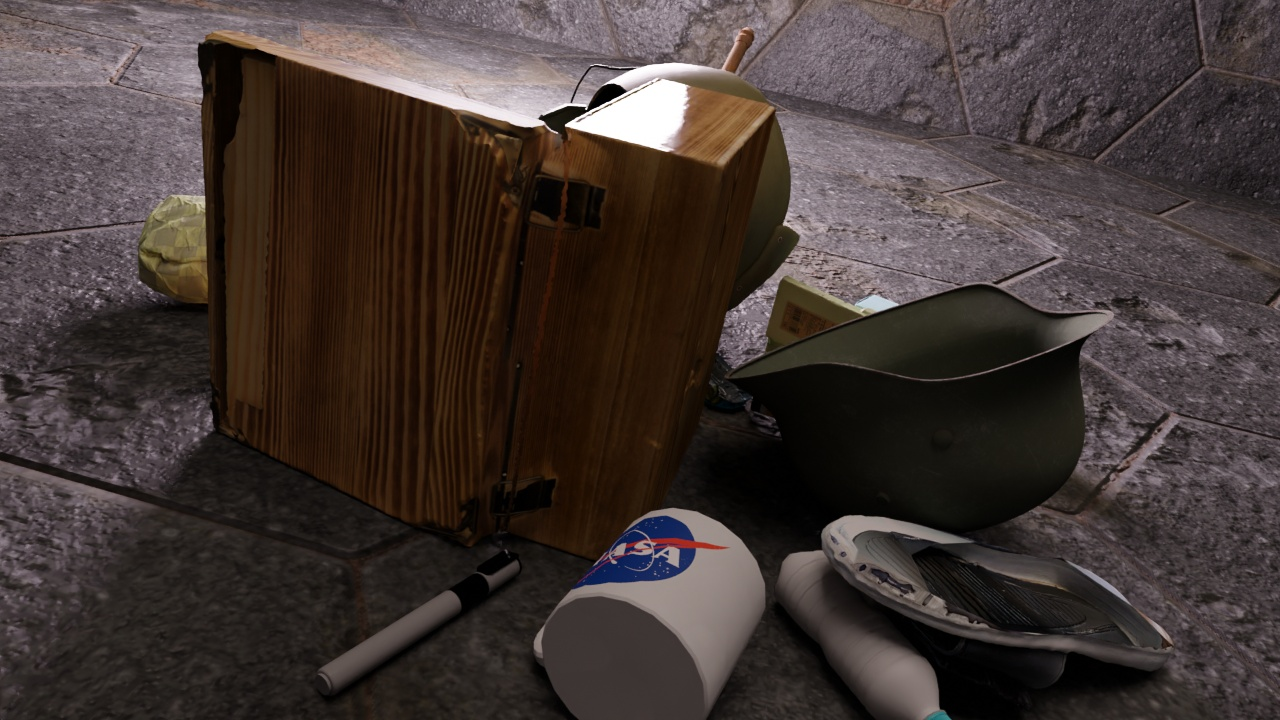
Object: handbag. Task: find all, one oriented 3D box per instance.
[{"bbox_3d":[-0.345,-0.113,0.819,0.186,0.117,0.113,3,41,-19],"label":"handbag"}]

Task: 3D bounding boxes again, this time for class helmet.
[{"bbox_3d":[0.208,0.043,0.654,0.226,0.154,0.269,-22,3,-41],"label":"helmet"},{"bbox_3d":[0.029,-0.145,0.865,0.232,0.256,0.250,-4,30,-24],"label":"helmet"}]

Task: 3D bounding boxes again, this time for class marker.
[{"bbox_3d":[-0.119,0.144,0.513,0.016,0.016,0.140,26,29,27],"label":"marker"}]

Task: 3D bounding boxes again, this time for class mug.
[{"bbox_3d":[-0.003,0.143,0.494,0.121,0.091,0.089,-15,12,31],"label":"mug"}]

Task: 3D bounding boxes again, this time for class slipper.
[{"bbox_3d":[0.221,0.160,0.572,0.263,0.063,0.111,13,22,-27],"label":"slipper"}]

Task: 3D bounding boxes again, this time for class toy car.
[{"bbox_3d":[0.056,0.010,0.841,0.048,0.032,0.105,-15,50,-44],"label":"toy car"}]

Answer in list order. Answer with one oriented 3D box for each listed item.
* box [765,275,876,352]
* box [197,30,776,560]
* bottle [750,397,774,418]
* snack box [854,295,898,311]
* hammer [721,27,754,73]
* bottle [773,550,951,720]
[{"bbox_3d":[0.217,-0.010,0.866,0.188,0.098,0.082,30,31,26],"label":"box"},{"bbox_3d":[-0.112,-0.055,0.627,0.336,0.280,0.285,16,26,7],"label":"box"},{"bbox_3d":[0.167,0.052,0.788,0.144,0.043,0.043,18,26,13],"label":"bottle"},{"bbox_3d":[0.285,0.003,0.902,0.175,0.075,0.053,26,29,28],"label":"snack box"},{"bbox_3d":[0.071,-0.280,1.100,0.083,0.163,0.317,20,70,17],"label":"hammer"},{"bbox_3d":[0.130,0.166,0.537,0.044,0.044,0.136,-3,29,-28],"label":"bottle"}]
